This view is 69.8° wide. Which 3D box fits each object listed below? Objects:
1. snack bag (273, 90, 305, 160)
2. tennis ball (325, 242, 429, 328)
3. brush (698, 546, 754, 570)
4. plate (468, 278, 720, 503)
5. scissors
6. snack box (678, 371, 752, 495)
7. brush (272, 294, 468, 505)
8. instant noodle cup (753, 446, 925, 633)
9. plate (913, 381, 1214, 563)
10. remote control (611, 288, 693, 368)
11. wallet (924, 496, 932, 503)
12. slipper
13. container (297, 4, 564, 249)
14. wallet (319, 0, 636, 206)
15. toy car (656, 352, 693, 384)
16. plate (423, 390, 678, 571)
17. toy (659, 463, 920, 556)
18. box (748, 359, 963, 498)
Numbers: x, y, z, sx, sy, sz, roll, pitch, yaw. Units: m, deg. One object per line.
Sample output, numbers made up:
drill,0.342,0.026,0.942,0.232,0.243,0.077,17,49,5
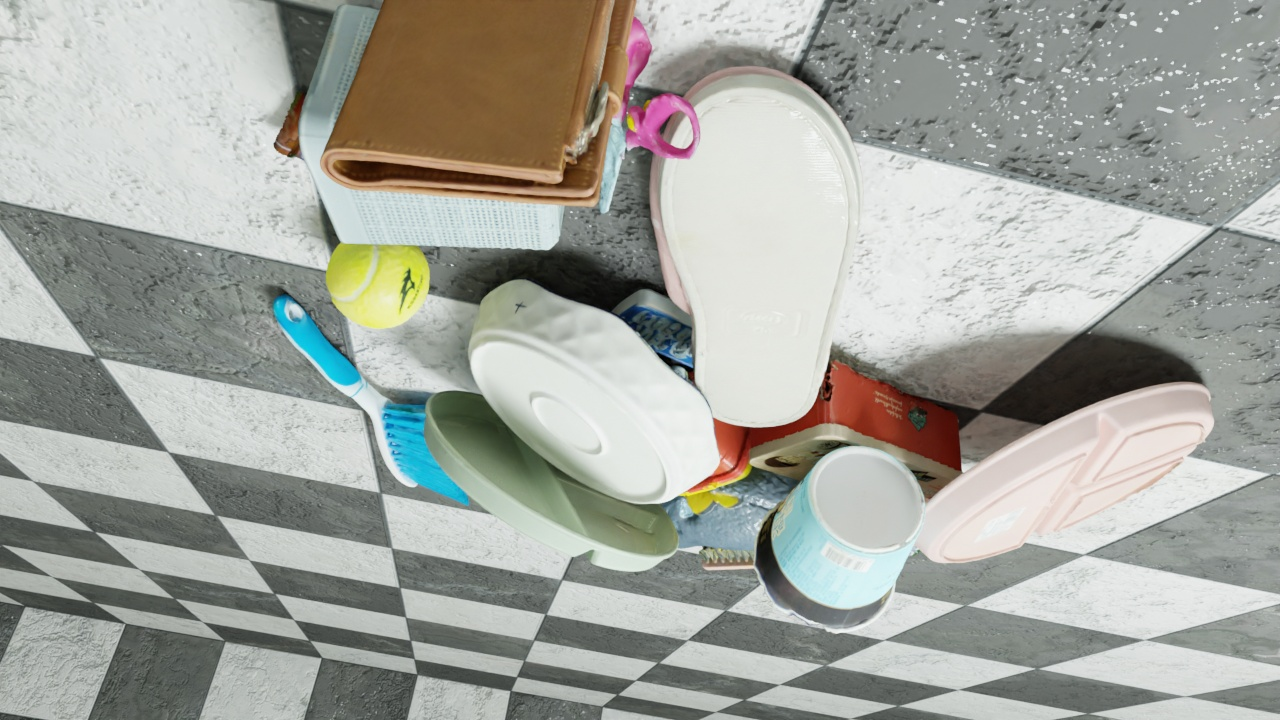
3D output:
snack bag,-0.154,-0.113,0.527,0.104,0.026,0.048,24,137,-26
tennis ball,-0.171,-0.054,0.599,0.065,0.065,0.066,7,152,4
brush,0.136,0.187,0.960,0.146,0.063,0.073,-7,144,24
plate,-0.041,0.032,0.655,0.205,0.045,0.205,27,152,16
scissors,-0.016,-0.122,0.463,0.093,0.017,0.138,62,156,-9
snack box,0.041,0.058,0.733,0.080,0.081,0.091,36,144,-24
brush,-0.222,0.044,0.816,0.109,0.060,0.315,9,149,7
instant noodle cup,0.144,0.119,0.648,0.111,0.111,0.121,9,146,1
plate,0.303,0.090,0.663,0.229,0.028,0.230,-16,151,-9
remote control,0.040,-0.015,0.652,0.125,0.024,0.049,24,149,-24
wallet,0.212,0.120,0.847,0.124,0.032,0.101,28,149,-29
slipper,0.067,-0.055,0.535,0.114,0.054,0.275,-1,141,9
container,-0.092,-0.109,0.452,0.111,0.089,0.090,6,152,1
wallet,-0.059,-0.121,0.374,0.108,0.131,0.031,6,150,3
toy car,-0.004,0.004,0.674,0.090,0.034,0.043,25,-169,-26
plate,-0.072,0.095,0.732,0.230,0.027,0.230,30,-172,-5
toy,0.074,0.136,0.838,0.357,0.091,0.138,-6,138,38
box,0.164,0.052,0.702,0.168,0.076,0.092,21,149,-33
